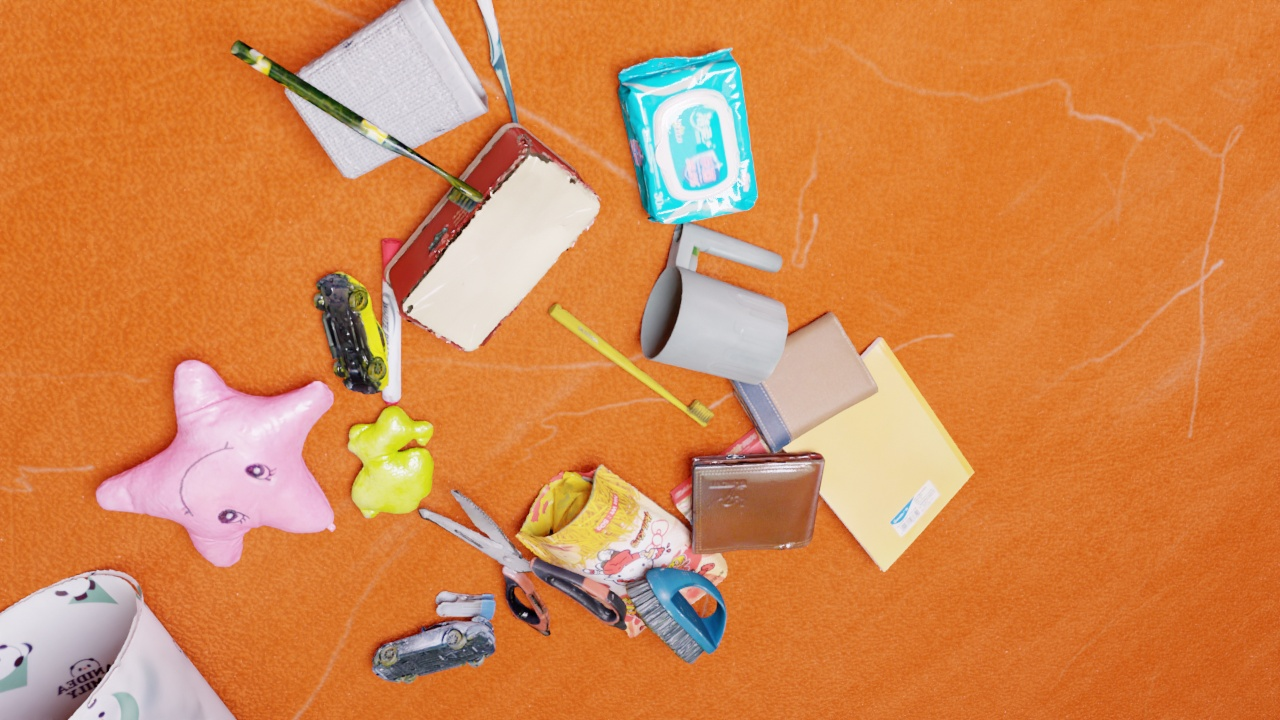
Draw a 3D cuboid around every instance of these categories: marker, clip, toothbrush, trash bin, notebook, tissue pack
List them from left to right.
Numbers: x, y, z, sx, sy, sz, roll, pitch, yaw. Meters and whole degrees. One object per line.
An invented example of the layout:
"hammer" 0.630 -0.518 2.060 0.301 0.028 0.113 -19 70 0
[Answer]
"trash bin" -0.453 0.348 0.773 0.229 0.229 0.252 -24 122 -2
"toothbrush" -0.190 -0.156 0.624 0.185 0.012 0.017 31 120 -20
"marker" -0.208 -0.030 0.766 0.017 0.017 0.145 1 113 -13
"clip" -0.171 0.238 0.893 0.057 0.036 0.025 7 113 -20
"toothbrush" -0.112 -0.233 0.699 0.018 0.016 0.192 -10 116 3
"toothbrush" -0.005 0.005 0.828 0.190 0.015 0.016 36 97 -24
"tissue pack" 0.039 -0.179 0.737 0.093 0.050 0.133 -16 115 -5
"notebook" 0.238 0.097 0.906 0.145 0.010 0.206 -45 116 -8

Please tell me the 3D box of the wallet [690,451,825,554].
"wallet" 0.107 0.133 0.862 0.124 0.032 0.101 -3 118 -2

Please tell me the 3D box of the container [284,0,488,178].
"container" -0.182 -0.196 0.661 0.114 0.090 0.090 -29 116 4

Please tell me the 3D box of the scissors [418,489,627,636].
"scissors" -0.107 0.197 0.855 0.189 0.015 0.227 8 135 16

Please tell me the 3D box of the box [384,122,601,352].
"box" -0.113 -0.089 0.716 0.168 0.078 0.091 -47 131 12

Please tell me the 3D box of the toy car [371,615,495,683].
"toy car" -0.200 0.280 0.890 0.121 0.036 0.054 -18 138 5

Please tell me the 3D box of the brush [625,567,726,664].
"brush" 0.043 0.239 0.878 0.073 0.055 0.144 -32 134 1

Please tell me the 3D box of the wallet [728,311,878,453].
"wallet" 0.147 0.019 0.843 0.115 0.033 0.090 -30 80 2

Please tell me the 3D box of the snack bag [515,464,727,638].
"snack bag" -0.015 0.188 0.887 0.129 0.073 0.208 -40 123 6

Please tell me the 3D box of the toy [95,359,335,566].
"toy" -0.325 0.088 0.760 0.178 0.074 0.195 35 101 -24

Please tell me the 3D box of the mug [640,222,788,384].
"mug" 0.067 -0.048 0.793 0.103 0.084 0.124 15 84 -19

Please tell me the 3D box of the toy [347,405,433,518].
"toy" -0.218 0.093 0.810 0.096 0.031 0.100 -30 116 -1

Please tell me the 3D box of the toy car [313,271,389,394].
"toy car" -0.232 -0.023 0.751 0.048 0.032 0.105 3 114 31

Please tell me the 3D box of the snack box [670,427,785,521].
"snack box" 0.111 0.113 0.895 0.153 0.025 0.075 -38 116 6
